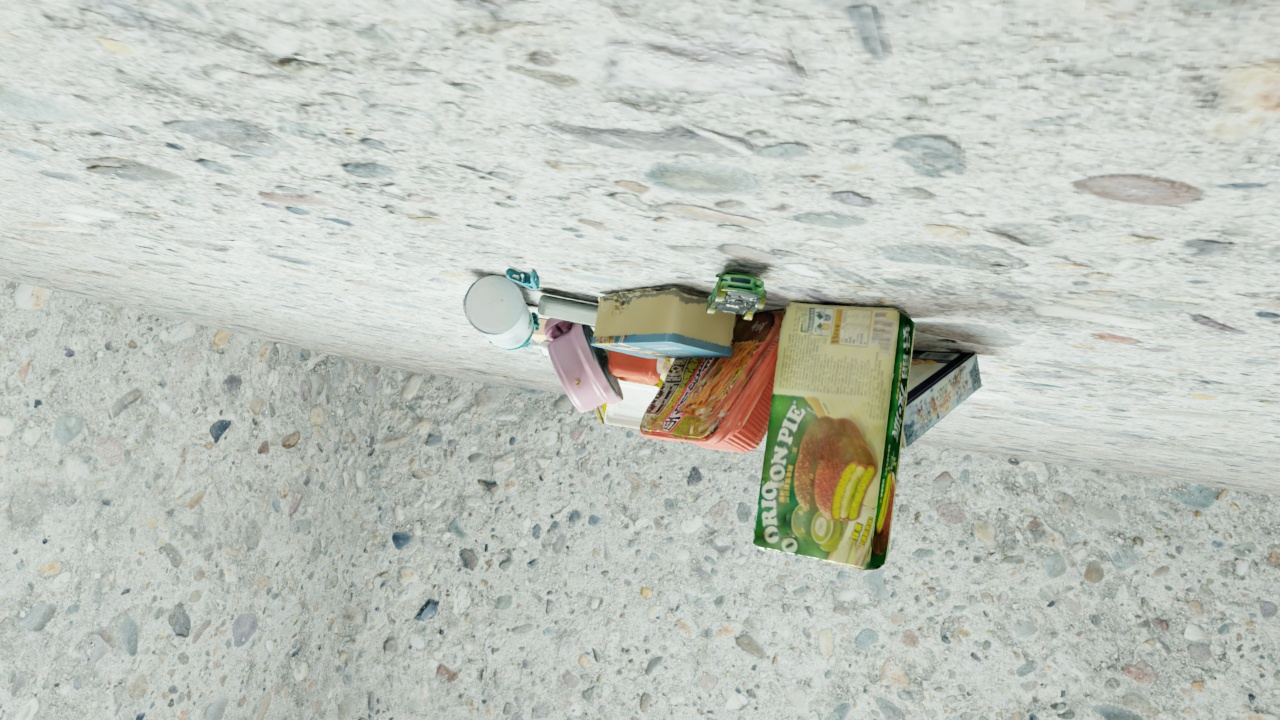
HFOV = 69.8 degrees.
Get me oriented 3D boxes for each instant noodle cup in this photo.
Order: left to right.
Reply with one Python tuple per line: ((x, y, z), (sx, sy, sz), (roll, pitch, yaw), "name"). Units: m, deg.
((-0.010, 0.041, 1.382), (0.116, 0.116, 0.123), (10, -155, -1), "instant noodle cup")
((0.093, 0.029, 0.978), (0.079, 0.164, 0.189), (38, 164, -20), "instant noodle cup")

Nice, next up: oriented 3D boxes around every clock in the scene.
((-0.078, -0.002, 1.199), (0.060, 0.158, 0.117), (-26, 138, 5), "clock")

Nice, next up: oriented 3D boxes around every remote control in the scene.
((-0.054, -0.053, 1.083), (0.135, 0.019, 0.056), (10, -167, -11), "remote control")

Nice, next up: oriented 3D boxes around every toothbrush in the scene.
((-0.119, -0.014, 1.271), (0.026, 0.026, 0.221), (-33, 171, 8), "toothbrush")

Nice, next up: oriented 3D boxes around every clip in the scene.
((-0.119, -0.086, 0.969), (0.034, 0.013, 0.055), (9, 175, 17), "clip")

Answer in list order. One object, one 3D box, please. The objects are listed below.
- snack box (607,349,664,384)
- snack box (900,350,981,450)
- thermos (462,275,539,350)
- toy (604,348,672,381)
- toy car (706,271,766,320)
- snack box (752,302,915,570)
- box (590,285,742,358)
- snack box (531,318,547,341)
((-0.001, -0.013, 1.168), (0.082, 0.080, 0.091), (7, 174, 11), "snack box")
((0.250, 0.035, 1.013), (0.178, 0.046, 0.182), (5, -157, 45), "snack box")
((-0.164, -0.052, 1.121), (0.073, 0.073, 0.224), (9, 175, -2), "thermos")
((-0.008, 0.007, 1.283), (0.157, 0.066, 0.105), (17, 174, 25), "toy")
((0.082, -0.058, 0.794), (0.043, 0.036, 0.091), (11, 175, -3), "toy car")
((0.184, 0.069, 0.868), (0.115, 0.240, 0.063), (5, 175, 33), "snack box")
((0.026, -0.038, 0.970), (0.089, 0.063, 0.185), (12, 176, -29), "box")
((-0.111, -0.035, 1.395), (0.084, 0.026, 0.157), (7, 174, 22), "snack box")
